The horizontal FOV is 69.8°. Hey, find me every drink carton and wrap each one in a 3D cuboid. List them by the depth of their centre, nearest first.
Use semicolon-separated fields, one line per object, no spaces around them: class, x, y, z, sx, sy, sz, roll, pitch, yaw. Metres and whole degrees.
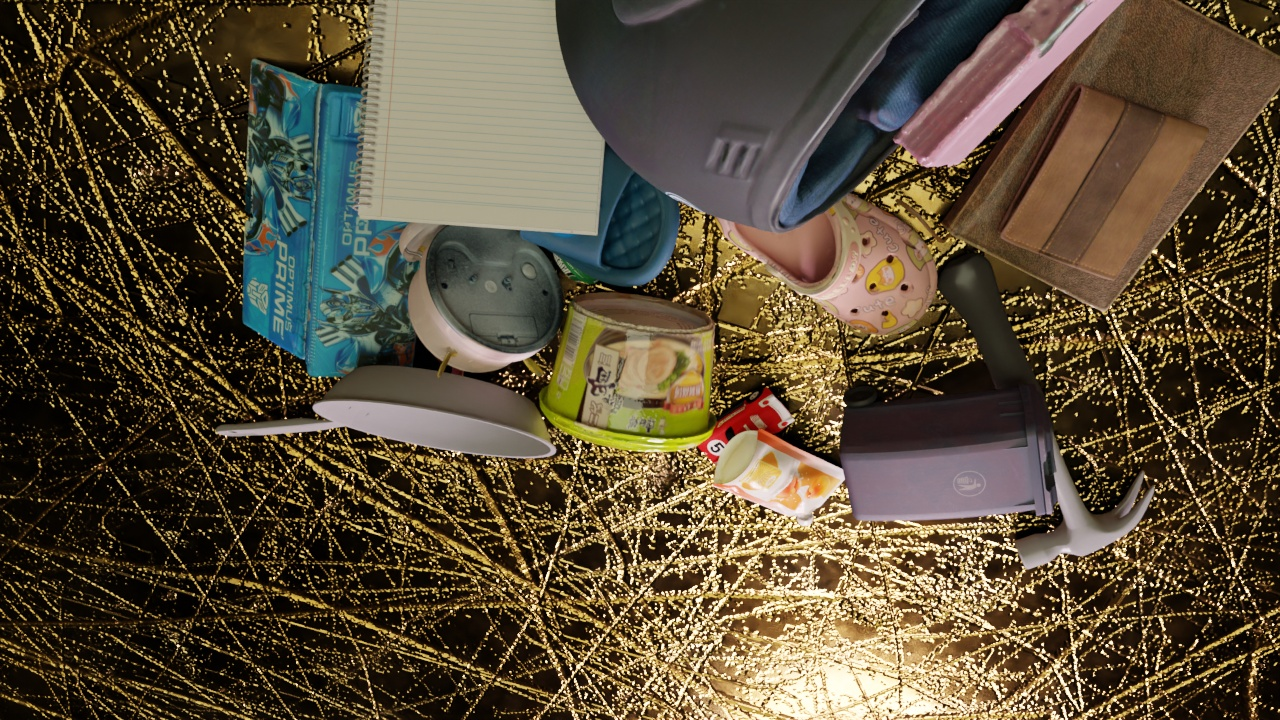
drink carton;0.128;0.107;0.821;0.122;0.039;0.069;26;112;-31

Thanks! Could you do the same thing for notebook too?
notebook;-0.110;-0.219;0.655;0.178;0.013;0.245;5;90;4
notebook;0.327;-0.161;0.681;0.190;0.034;0.216;25;115;-6

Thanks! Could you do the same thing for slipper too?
slipper;-0.064;-0.134;0.687;0.214;0.059;0.104;30;102;18
slipper;0.146;-0.086;0.712;0.197;0.081;0.093;33;113;-8

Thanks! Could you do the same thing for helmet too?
helmet;0.087;-0.248;0.552;0.236;0.248;0.317;47;111;14

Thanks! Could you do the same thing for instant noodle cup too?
instant noodle cup;-0.004;0.004;0.742;0.146;0.146;0.098;10;105;1

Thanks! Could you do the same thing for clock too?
clock;-0.128;-0.064;0.720;0.059;0.116;0.157;-35;65;45

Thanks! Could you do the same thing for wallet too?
wallet;0.331;-0.126;0.663;0.098;0.026;0.121;18;116;-4

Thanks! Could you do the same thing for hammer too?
hammer;0.336;0.043;0.783;0.125;0.029;0.311;-25;110;17

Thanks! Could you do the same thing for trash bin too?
trash bin;0.253;0.076;0.757;0.161;0.092;0.094;-8;115;21

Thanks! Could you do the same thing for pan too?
pan;-0.239;0.050;0.804;0.357;0.200;0.050;1;73;26

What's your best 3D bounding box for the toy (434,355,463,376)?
toy;-0.153;-0.032;0.785;0.050;0.065;0.102;-9;115;-26

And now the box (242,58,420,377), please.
box;-0.257;-0.105;0.750;0.170;0.071;0.244;14;116;0

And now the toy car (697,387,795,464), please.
toy car;0.092;0.061;0.817;0.090;0.025;0.038;-37;107;20

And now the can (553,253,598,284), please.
can;-0.022;-0.106;0.733;0.101;0.053;0.053;-36;107;20

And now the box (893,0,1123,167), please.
box;0.270;-0.217;0.571;0.039;0.178;0.233;47;122;9
